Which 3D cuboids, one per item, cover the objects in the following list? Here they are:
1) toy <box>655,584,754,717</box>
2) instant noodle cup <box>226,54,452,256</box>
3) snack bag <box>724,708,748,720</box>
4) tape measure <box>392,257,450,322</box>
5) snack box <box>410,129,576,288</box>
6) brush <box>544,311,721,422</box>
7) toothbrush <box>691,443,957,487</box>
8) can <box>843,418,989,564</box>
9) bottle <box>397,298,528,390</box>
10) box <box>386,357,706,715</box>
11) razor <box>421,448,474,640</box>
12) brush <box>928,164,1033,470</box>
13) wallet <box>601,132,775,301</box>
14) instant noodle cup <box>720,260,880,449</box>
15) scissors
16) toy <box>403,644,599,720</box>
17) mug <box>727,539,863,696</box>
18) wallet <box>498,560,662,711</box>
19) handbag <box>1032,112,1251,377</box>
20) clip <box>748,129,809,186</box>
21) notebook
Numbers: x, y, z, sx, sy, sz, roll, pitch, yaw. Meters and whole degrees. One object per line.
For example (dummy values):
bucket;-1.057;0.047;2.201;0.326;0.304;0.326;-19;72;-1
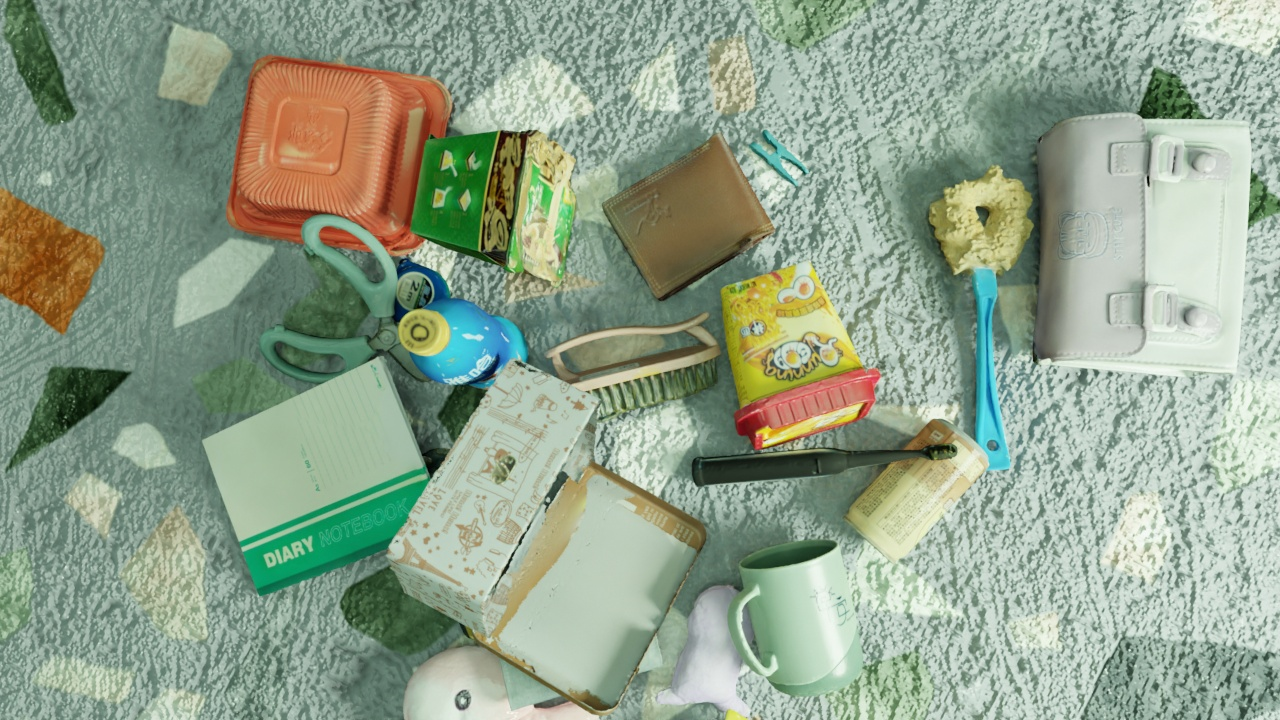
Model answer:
toy;0.066;0.242;0.767;0.084;0.039;0.108;17;85;-13
instant noodle cup;-0.267;-0.181;0.789;0.189;0.079;0.164;8;88;3
snack bag;0.106;0.426;0.740;0.158;0.068;0.246;18;89;4
tape measure;-0.195;-0.055;0.804;0.054;0.025;0.058;21;96;3
snack box;-0.124;-0.128;0.768;0.106;0.118;0.117;8;87;16
brush;-0.005;0.004;0.770;0.145;0.063;0.073;-14;97;2
toothbrush;0.147;0.083;0.747;0.213;0.027;0.026;-7;93;19
can;0.225;0.106;0.752;0.058;0.058;0.116;43;90;5
bottle;-0.136;-0.013;0.701;0.065;0.218;0.065;0;86;4
box;-0.059;0.133;0.689;0.198;0.158;0.180;29;62;7
razor;-0.155;0.157;0.779;0.068;0.062;0.167;-17;91;33
brush;0.289;-0.035;0.768;0.083;0.046;0.254;-3;91;0
wallet;0.040;-0.124;0.790;0.124;0.032;0.101;-31;83;1
instant noodle cup;0.120;-0.004;0.744;0.116;0.116;0.123;-17;74;3
scissors;-0.260;-0.032;0.790;0.181;0.019;0.170;-28;112;15
toy;-0.118;0.294;0.772;0.159;0.054;0.121;-14;87;-5
mug;0.119;0.209;0.733;0.111;0.082;0.106;-12;90;-33
wallet;-0.056;0.217;0.758;0.129;0.037;0.106;-12;76;-13
handbag;0.396;-0.090;0.735;0.145;0.098;0.197;3;87;9
clip;0.120;-0.175;0.794;0.057;0.014;0.045;42;89;6
notebook;-0.271;0.102;0.777;0.209;0.012;0.150;-23;87;21
